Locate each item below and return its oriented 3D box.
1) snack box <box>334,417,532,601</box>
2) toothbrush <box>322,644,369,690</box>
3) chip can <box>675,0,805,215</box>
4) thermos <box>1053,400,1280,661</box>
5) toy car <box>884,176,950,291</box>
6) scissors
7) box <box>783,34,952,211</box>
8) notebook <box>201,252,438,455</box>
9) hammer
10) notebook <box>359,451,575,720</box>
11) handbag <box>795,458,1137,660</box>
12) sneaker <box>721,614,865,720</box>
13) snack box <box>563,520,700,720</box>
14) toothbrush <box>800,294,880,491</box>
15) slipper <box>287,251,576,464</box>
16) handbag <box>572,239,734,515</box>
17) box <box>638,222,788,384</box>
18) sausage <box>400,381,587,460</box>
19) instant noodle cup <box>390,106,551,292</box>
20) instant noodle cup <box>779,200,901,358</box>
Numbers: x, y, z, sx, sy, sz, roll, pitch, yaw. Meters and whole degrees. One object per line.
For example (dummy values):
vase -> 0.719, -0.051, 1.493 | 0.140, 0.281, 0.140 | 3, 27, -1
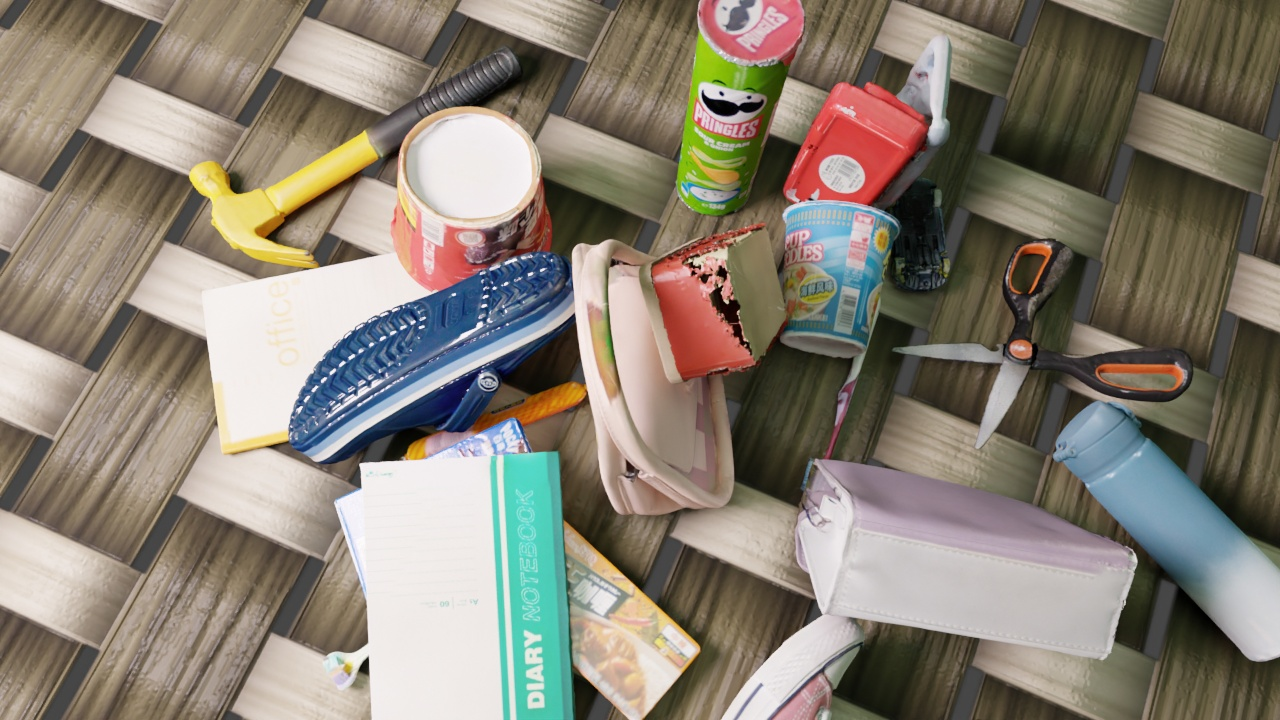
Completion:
snack box -> -0.150, 0.115, 0.711 | 0.157, 0.026, 0.084 | -25, 74, 1
toothbrush -> -0.157, 0.183, 0.707 | 0.189, 0.020, 0.029 | -36, 75, -12
chip can -> 0.070, -0.192, 0.713 | 0.072, 0.236, 0.072 | 0, 74, -2
thermos -> 0.423, 0.128, 0.721 | 0.070, 0.070, 0.220 | -38, 78, -12
toy car -> 0.240, -0.110, 0.801 | 0.049, 0.031, 0.105 | -1, 75, -3
scissors -> 0.327, -0.018, 0.752 | 0.233, 0.022, 0.220 | 7, 57, 13
box -> 0.187, -0.181, 0.730 | 0.095, 0.201, 0.100 | 30, 81, 4
notebook -> -0.253, -0.013, 0.766 | 0.206, 0.010, 0.145 | -12, 75, -6
hammer -> -0.235, -0.189, 0.807 | 0.300, 0.033, 0.128 | -35, 78, -11
notebook -> -0.128, 0.176, 0.680 | 0.150, 0.012, 0.209 | -4, 88, 0
handbag -> 0.222, 0.140, 0.670 | 0.197, 0.144, 0.098 | 11, 104, -1
sneaker -> 0.091, 0.287, 0.643 | 0.088, 0.118, 0.241 | 37, 81, 26
snack box -> -0.035, 0.197, 0.705 | 0.154, 0.026, 0.075 | 41, 76, 10
toothbrush -> 0.170, 0.025, 0.769 | 0.017, 0.016, 0.187 | 18, 74, 13
slipper -> -0.152, 0.003, 0.716 | 0.253, 0.095, 0.105 | -29, 34, 5
handbag -> -0.004, 0.004, 0.653 | 0.093, 0.234, 0.193 | -10, 71, 13
box -> 0.066, -0.049, 0.663 | 0.078, 0.168, 0.091 | -12, 100, 20
sausage -> -0.116, 0.050, 0.747 | 0.165, 0.021, 0.021 | -21, 75, -8
instant noodle cup -> -0.136, -0.129, 0.746 | 0.138, 0.109, 0.137 | 3, 70, -8
instant noodle cup -> 0.159, -0.063, 0.757 | 0.099, 0.099, 0.110 | 10, 80, 1
